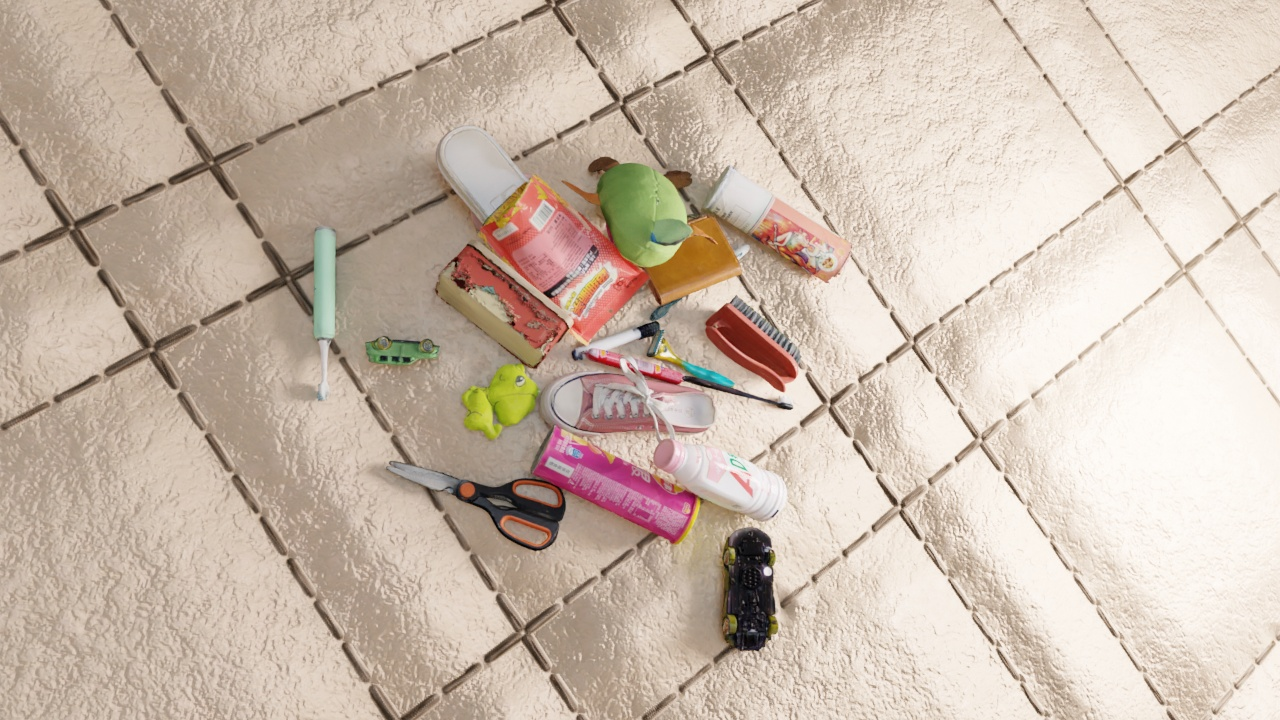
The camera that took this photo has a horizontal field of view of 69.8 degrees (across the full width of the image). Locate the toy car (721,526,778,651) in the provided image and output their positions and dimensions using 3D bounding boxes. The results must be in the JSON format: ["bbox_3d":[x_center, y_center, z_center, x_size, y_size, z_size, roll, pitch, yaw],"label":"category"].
[{"bbox_3d":[0.141,0.297,1.196,0.070,0.042,0.158,7,76,-15],"label":"toy car"}]

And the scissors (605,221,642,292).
[{"bbox_3d":[-0.035,-0.148,1.254,0.133,0.017,0.125,50,32,-25],"label":"scissors"}]

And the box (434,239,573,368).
[{"bbox_3d":[-0.179,-0.064,1.168,0.168,0.091,0.079,39,67,-4],"label":"box"}]

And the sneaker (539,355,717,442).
[{"bbox_3d":[-0.007,0.055,1.189,0.241,0.088,0.118,6,75,-16],"label":"sneaker"}]

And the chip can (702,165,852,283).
[{"bbox_3d":[0.199,-0.194,1.320,0.214,0.071,0.071,30,70,-7],"label":"chip can"}]

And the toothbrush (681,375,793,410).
[{"bbox_3d":[0.135,0.042,1.255,0.181,0.016,0.018,14,67,-25],"label":"toothbrush"}]

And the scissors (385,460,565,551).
[{"bbox_3d":[-0.201,0.155,1.149,0.235,0.022,0.136,38,62,1],"label":"scissors"}]

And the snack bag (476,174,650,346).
[{"bbox_3d":[-0.099,-0.129,1.180,0.128,0.073,0.208,-47,111,1],"label":"snack bag"}]

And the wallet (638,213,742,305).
[{"bbox_3d":[0.060,-0.150,1.281,0.130,0.035,0.119,-22,70,-15],"label":"wallet"}]

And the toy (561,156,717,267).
[{"bbox_3d":[0.002,-0.203,1.223,0.227,0.090,0.246,15,34,-12],"label":"toy"}]

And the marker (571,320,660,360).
[{"bbox_3d":[-0.032,-0.025,1.240,0.130,0.018,0.022,-21,87,-20],"label":"marker"}]

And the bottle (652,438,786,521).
[{"bbox_3d":[0.101,0.149,1.172,0.196,0.068,0.068,26,69,-34],"label":"bottle"}]

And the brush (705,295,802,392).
[{"bbox_3d":[0.158,-0.018,1.269,0.146,0.063,0.069,39,58,-6],"label":"brush"}]

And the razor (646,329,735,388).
[{"bbox_3d":[0.071,0.007,1.255,0.132,0.028,0.043,28,60,-12],"label":"razor"}]

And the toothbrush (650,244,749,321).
[{"bbox_3d":[0.087,-0.112,1.295,0.191,0.018,0.016,-38,90,-20],"label":"toothbrush"}]

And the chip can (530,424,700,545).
[{"bbox_3d":[-0.032,0.157,1.166,0.210,0.071,0.071,27,71,-8],"label":"chip can"}]

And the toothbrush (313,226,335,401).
[{"bbox_3d":[-0.393,-0.059,1.140,0.026,0.027,0.224,8,72,-44],"label":"toothbrush"}]

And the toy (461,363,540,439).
[{"bbox_3d":[-0.177,0.052,1.172,0.100,0.031,0.096,-4,77,-12],"label":"toy"}]

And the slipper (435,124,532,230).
[{"bbox_3d":[-0.164,-0.194,1.222,0.274,0.054,0.114,46,73,-12],"label":"slipper"}]

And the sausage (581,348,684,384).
[{"bbox_3d":[-0.007,0.007,1.230,0.155,0.020,0.020,16,72,-20],"label":"sausage"}]

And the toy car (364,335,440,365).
[{"bbox_3d":[-0.297,-0.012,1.146,0.091,0.043,0.036,0,92,-8],"label":"toy car"}]
